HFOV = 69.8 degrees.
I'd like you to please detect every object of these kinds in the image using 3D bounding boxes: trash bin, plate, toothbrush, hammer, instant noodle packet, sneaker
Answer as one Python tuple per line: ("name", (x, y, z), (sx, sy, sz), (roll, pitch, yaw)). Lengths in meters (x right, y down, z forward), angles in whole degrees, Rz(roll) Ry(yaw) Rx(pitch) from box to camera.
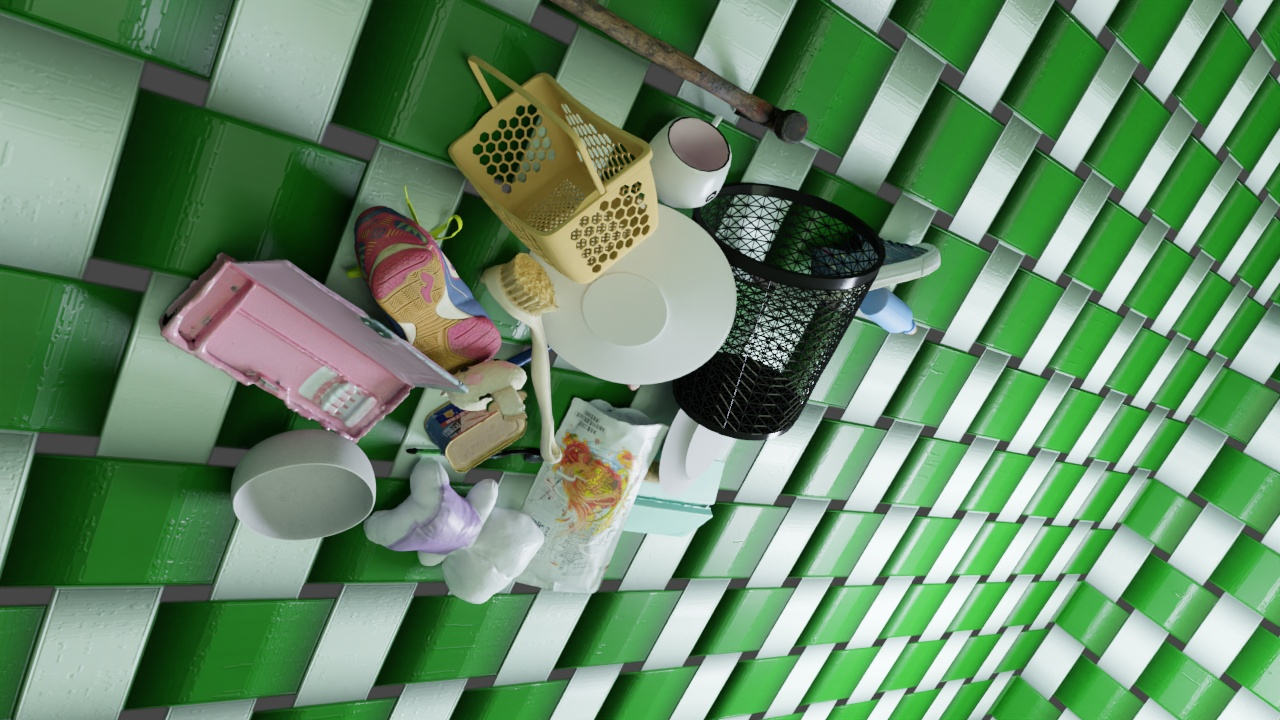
("trash bin", (0.142, -0.050, 1.083), (0.216, 0.217, 0.244), (-12, 132, -32))
("plate", (-0.015, -0.060, 0.969), (0.229, 0.030, 0.230), (5, 125, 6))
("toothbrush", (-0.085, -0.026, 1.049), (0.189, 0.017, 0.016), (-29, 131, -19))
("toothbrush", (-0.187, 0.110, 1.066), (0.187, 0.014, 0.017), (6, 122, -40))
("plate", (0.082, 0.104, 1.221), (0.172, 0.019, 0.173), (-40, 142, -41))
("hammer", (0.018, -0.302, 0.900), (0.330, 0.120, 0.033), (20, 105, -34))
("instant noodle packet", (-0.073, 0.181, 1.164), (0.146, 0.057, 0.269), (18, 107, -20))
("sneaker", (-0.202, -0.069, 0.894), (0.116, 0.091, 0.242), (-33, 154, -6))
("sneaker", (0.321, -0.140, 1.248), (0.234, 0.088, 0.079), (-18, 96, -33))

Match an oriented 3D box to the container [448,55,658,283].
("container", (-0.085, -0.180, 0.824), (0.129, 0.183, 0.167), (-39, 143, -10))

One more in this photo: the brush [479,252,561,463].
("brush", (-0.114, 0.007, 1.002), (0.061, 0.077, 0.273), (-57, 147, -48))

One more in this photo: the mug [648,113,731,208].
("mug", (0.055, -0.218, 0.984), (0.123, 0.090, 0.076), (-57, -176, -34))

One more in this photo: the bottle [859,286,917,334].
("bottle", (0.372, -0.067, 1.353), (0.131, 0.048, 0.048), (25, 102, -45))

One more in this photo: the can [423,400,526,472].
("can", (-0.180, 0.071, 1.012), (0.099, 0.059, 0.054), (-33, 134, -16))

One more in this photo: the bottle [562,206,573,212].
("bottle", (-0.061, -0.114, 0.990), (0.042, 0.042, 0.110), (-28, 131, -20))

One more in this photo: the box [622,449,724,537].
("box", (0.034, 0.188, 1.273), (0.186, 0.056, 0.138), (14, 115, -44))

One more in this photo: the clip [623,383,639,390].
("clip", (-0.010, 0.004, 1.133), (0.023, 0.041, 0.059), (8, 103, -45))

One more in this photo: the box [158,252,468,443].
("box", (-0.292, -0.017, 0.848), (0.173, 0.075, 0.233), (-22, 140, 21))

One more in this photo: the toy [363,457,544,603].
("toy", (-0.205, 0.204, 1.070), (0.137, 0.085, 0.209), (-48, 131, -2))

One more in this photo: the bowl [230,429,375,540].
("bowl", (-0.332, 0.116, 0.909), (0.131, 0.064, 0.132), (-11, 140, -9))

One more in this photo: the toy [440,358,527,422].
("toy", (-0.158, 0.028, 0.948), (0.087, 0.112, 0.050), (-19, 111, -38))
